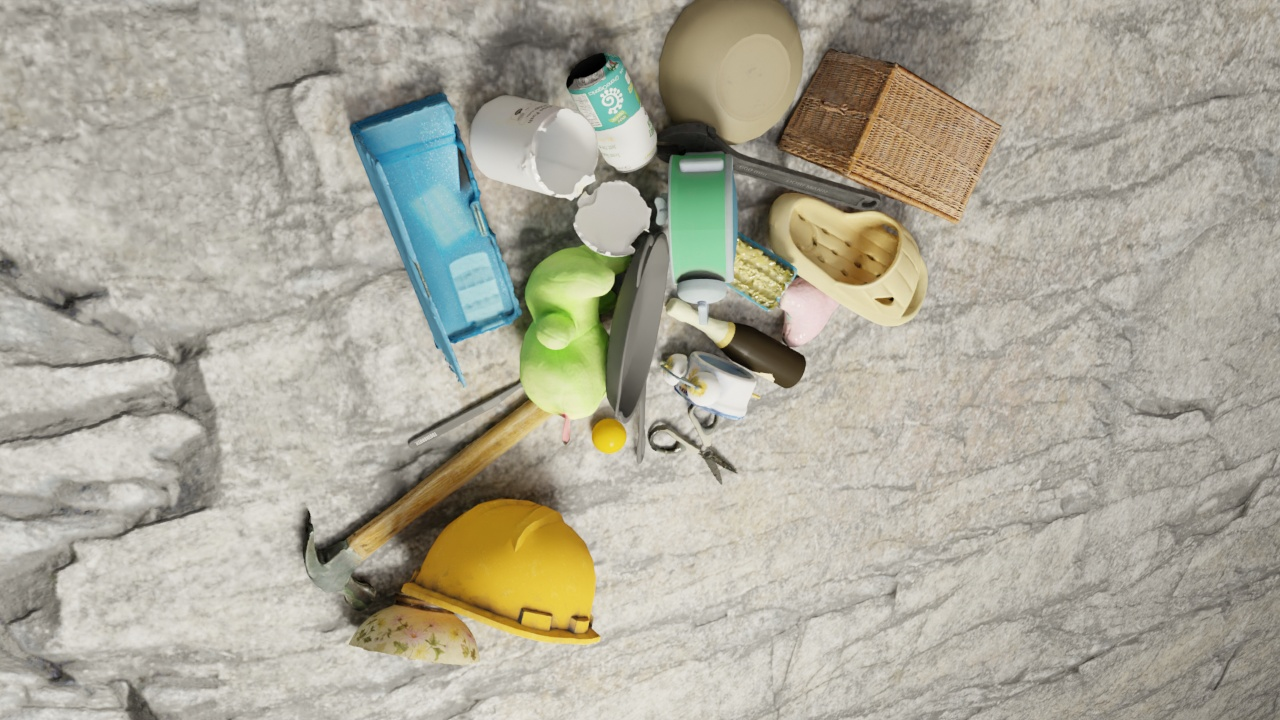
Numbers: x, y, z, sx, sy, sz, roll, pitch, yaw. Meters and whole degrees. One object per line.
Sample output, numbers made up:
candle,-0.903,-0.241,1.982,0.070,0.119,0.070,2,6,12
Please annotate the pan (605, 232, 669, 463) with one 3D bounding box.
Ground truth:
pan,-0.006,0.005,0.965,0.024,0.215,0.355,11,142,9

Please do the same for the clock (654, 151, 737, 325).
clock,0.055,-0.114,0.875,0.075,0.121,0.162,-1,107,6

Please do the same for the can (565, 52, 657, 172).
can,-0.025,-0.228,0.847,0.055,0.055,0.102,-35,129,-5

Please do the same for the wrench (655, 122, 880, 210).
wrench,0.136,-0.192,0.940,0.272,0.018,0.073,10,155,-25

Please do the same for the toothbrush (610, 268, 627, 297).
toothbrush,-0.023,-0.093,0.953,0.024,0.022,0.186,-4,121,-5

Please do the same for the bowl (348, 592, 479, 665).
bowl,-0.247,0.297,1.030,0.145,0.145,0.063,20,72,-35

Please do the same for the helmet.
helmet,-0.130,0.221,1.004,0.255,0.205,0.131,41,64,-62

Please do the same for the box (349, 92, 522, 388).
box,-0.167,-0.102,0.813,0.094,0.112,0.232,-23,127,-13

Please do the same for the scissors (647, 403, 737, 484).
scissors,0.068,0.109,1.132,0.150,0.012,0.165,-8,133,-17

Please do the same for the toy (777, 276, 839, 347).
toy,0.200,-0.068,1.067,0.095,0.053,0.099,-34,138,-13

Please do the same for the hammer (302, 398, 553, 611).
hammer,-0.217,0.132,0.986,0.330,0.033,0.132,-38,128,-3

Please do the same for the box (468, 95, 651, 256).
box,-0.069,-0.163,0.804,0.084,0.147,0.136,-43,132,-22

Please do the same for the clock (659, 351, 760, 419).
clock,0.075,0.026,1.034,0.125,0.089,0.052,12,107,-41

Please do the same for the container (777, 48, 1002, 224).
container,0.263,-0.232,0.960,0.198,0.114,0.113,14,107,-35

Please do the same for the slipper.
slipper,0.253,-0.115,1.028,0.261,0.079,0.111,20,76,-32

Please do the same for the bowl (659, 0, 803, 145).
bowl,0.096,-0.277,0.883,0.152,0.050,0.152,-13,124,-21

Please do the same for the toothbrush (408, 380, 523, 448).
toothbrush,-0.169,0.050,0.971,0.167,0.013,0.013,-28,129,-7

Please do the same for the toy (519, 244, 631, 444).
toy,-0.071,-0.024,0.913,0.107,0.149,0.197,20,115,4

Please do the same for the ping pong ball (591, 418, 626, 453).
ping pong ball,-0.036,0.086,1.045,0.040,0.040,0.040,-13,124,-21

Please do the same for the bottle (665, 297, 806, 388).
bottle,0.106,-0.024,1.043,0.184,0.045,0.045,26,104,-25

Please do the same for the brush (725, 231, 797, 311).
brush,0.096,-0.110,0.976,0.136,0.075,0.055,31,102,-5
